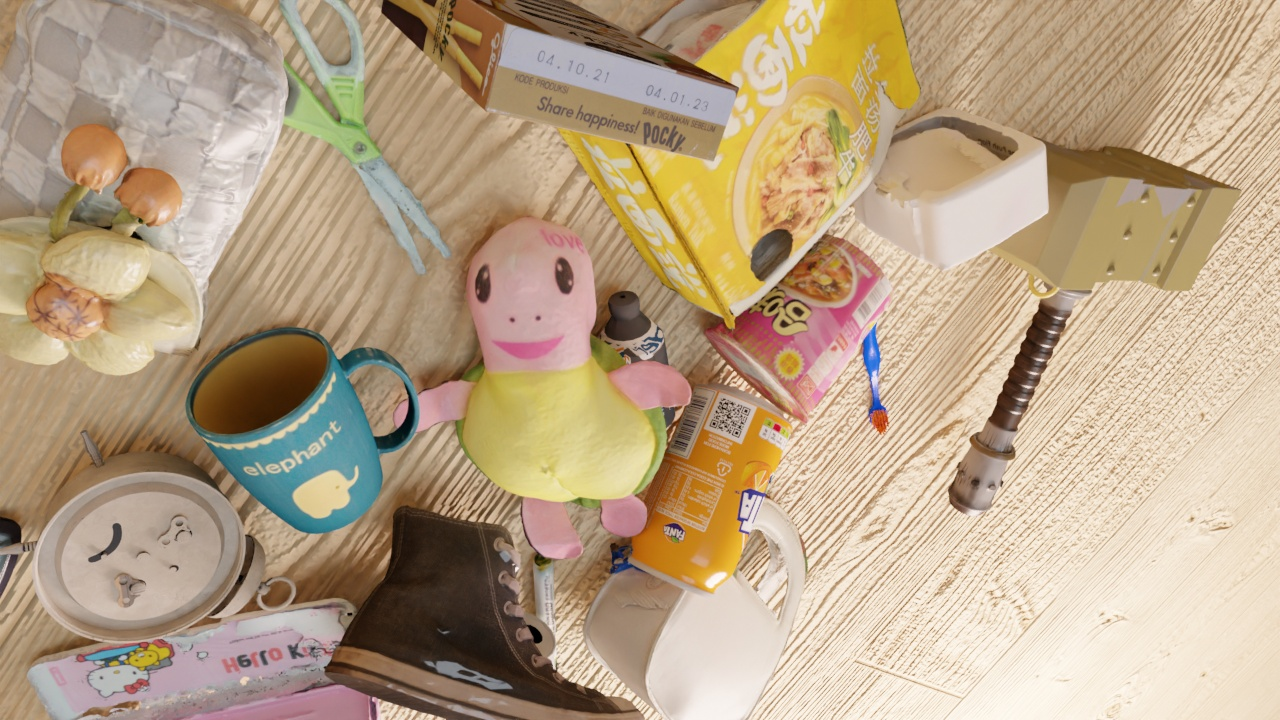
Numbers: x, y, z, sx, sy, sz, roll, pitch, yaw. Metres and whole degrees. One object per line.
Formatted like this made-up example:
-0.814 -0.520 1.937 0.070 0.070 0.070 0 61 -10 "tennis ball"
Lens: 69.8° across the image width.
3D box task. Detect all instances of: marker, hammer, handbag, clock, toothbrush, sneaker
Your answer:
-0.077 0.213 0.741 0.017 0.017 0.147 -13 125 -21 "marker"
0.331 -0.009 0.765 0.190 0.100 0.325 -2 120 -28 "hammer"
0.056 0.201 0.772 0.199 0.093 0.201 -49 132 -19 "handbag"
-0.275 0.112 0.541 0.157 0.061 0.103 37 86 -36 "clock"
0.187 -0.008 0.742 0.016 0.018 0.183 -11 128 8 "toothbrush"
-0.230 -0.078 0.405 0.112 0.123 0.172 19 115 -29 "handbag"
-0.085 0.193 0.632 0.234 0.119 0.095 27 149 -22 "sneaker"

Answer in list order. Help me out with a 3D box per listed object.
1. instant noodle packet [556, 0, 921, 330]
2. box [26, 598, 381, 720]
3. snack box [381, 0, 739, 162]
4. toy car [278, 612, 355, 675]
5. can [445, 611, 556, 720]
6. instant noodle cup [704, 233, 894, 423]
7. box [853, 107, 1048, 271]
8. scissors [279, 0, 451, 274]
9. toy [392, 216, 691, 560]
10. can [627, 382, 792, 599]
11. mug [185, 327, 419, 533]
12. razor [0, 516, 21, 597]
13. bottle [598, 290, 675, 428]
0.081 -0.153 0.563 0.221 0.084 0.163 -43 132 -6 "instant noodle packet"
-0.279 0.235 0.610 0.201 0.073 0.150 -9 92 -10 "box"
-0.047 -0.144 0.420 0.101 0.186 0.032 5 117 -31 "snack box"
-0.205 0.200 0.653 0.105 0.033 0.048 -2 124 -15 "toy car"
-0.108 0.253 0.718 0.064 0.064 0.127 7 116 -32 "can"
0.117 -0.027 0.650 0.108 0.098 0.098 -47 130 -5 "instant noodle cup"
0.202 -0.127 0.619 0.102 0.107 0.076 -27 125 -10 "box"
-0.159 -0.111 0.496 0.078 0.033 0.176 -32 126 -11 "scissors"
-0.057 0.028 0.585 0.190 0.087 0.238 -7 119 15 "toy"
0.050 0.092 0.665 0.079 0.079 0.142 30 80 -38 "can"
-0.183 0.040 0.532 0.112 0.084 0.104 -27 135 -14 "mug"
-0.391 0.150 0.517 0.047 0.052 0.143 26 95 -39 "razor"
-0.004 0.004 0.629 0.047 0.047 0.112 -22 128 -15 "bottle"
